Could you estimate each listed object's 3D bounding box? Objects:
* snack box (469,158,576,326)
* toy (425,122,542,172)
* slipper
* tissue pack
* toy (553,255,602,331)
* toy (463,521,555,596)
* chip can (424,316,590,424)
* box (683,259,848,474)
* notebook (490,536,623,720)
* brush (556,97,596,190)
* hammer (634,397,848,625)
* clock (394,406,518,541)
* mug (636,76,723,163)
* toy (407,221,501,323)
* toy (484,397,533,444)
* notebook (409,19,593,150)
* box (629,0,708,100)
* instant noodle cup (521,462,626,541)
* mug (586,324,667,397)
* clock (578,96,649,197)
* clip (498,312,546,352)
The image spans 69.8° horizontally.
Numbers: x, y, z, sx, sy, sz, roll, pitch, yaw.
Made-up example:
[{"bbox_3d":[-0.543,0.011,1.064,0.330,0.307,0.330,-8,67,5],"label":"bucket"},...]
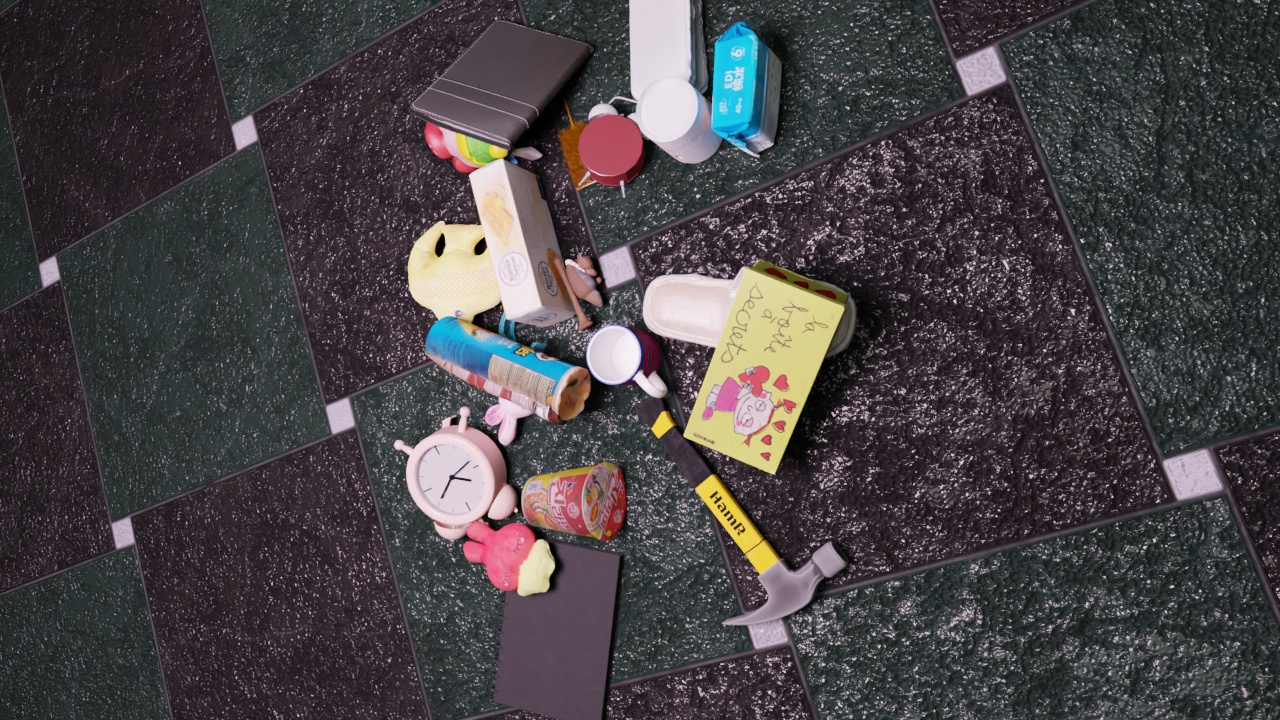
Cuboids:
[{"bbox_3d":[-0.155,-0.153,1.220,0.058,0.104,0.207,-19,81,21],"label":"snack box"},{"bbox_3d":[-0.213,-0.289,1.242,0.132,0.124,0.096,-13,54,36],"label":"toy"},{"bbox_3d":[0.127,-0.058,1.130,0.273,0.054,0.114,6,95,23],"label":"slipper"},{"bbox_3d":[0.128,-0.329,1.118,0.062,0.092,0.144,4,89,30],"label":"tissue pack"},{"bbox_3d":[-0.076,-0.095,1.218,0.054,0.042,0.102,-23,88,-19],"label":"toy"},{"bbox_3d":[-0.175,0.260,1.220,0.135,0.045,0.091,25,95,13],"label":"toy"},{"bbox_3d":[-0.175,0.011,1.194,0.230,0.079,0.080,21,96,28],"label":"chip can"},{"bbox_3d":[0.145,0.006,1.064,0.124,0.079,0.221,25,115,9],"label":"box"},{"bbox_3d":[-0.116,0.359,1.230,0.169,0.019,0.231,7,90,21],"label":"notebook"},{"bbox_3d":[-0.088,-0.297,1.244,0.048,0.017,0.126,-20,80,20],"label":"brush"},{"bbox_3d":[0.096,0.178,1.145,0.170,0.034,0.324,-43,72,17],"label":"hammer"},{"bbox_3d":[-0.248,0.157,1.269,0.131,0.086,0.160,-26,88,19],"label":"clock"},{"bbox_3d":[0.051,-0.297,1.140,0.082,0.105,0.082,-1,87,22],"label":"mug"},{"bbox_3d":[-0.251,-0.120,1.281,0.171,0.064,0.154,4,84,21],"label":"toy"},{"bbox_3d":[-0.172,0.058,1.250,0.063,0.047,0.110,40,106,28],"label":"toy"},{"bbox_3d":[-0.186,-0.374,1.225,0.169,0.029,0.208,22,58,21],"label":"notebook"},{"bbox_3d":[0.031,-0.439,1.185,0.118,0.063,0.213,-4,87,24],"label":"box"},{"bbox_3d":[-0.091,0.183,1.190,0.113,0.100,0.100,-5,86,29],"label":"instant noodle cup"},{"bbox_3d":[-0.007,0.007,1.167,0.112,0.076,0.075,44,104,18],"label":"mug"},{"bbox_3d":[-0.033,-0.283,1.198,0.087,0.044,0.124,17,84,7],"label":"clock"},{"bbox_3d":[-0.170,-0.018,1.252,0.119,0.033,0.120,14,89,38],"label":"clip"}]
